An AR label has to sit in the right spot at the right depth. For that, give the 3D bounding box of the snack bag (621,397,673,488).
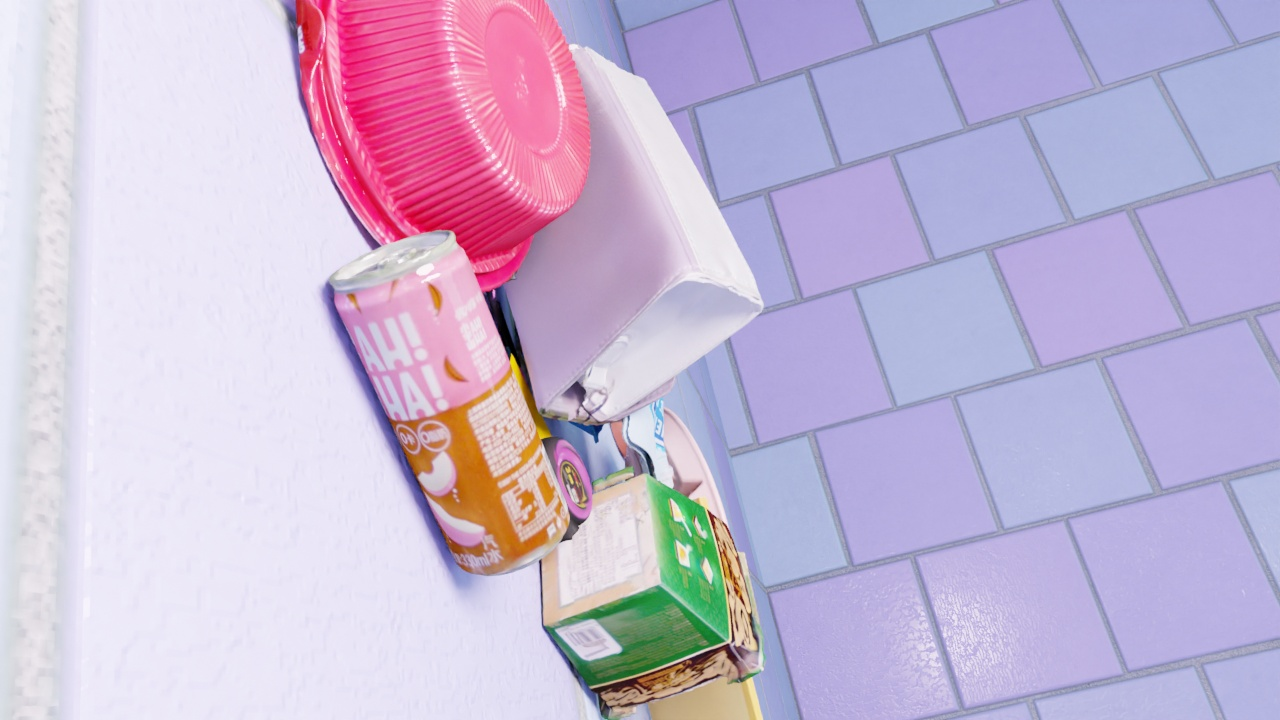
[{"bbox_3d":[-0.004,0.004,0.680,0.110,0.039,0.190,83,-2,-55],"label":"snack bag"}]

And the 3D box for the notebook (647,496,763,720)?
[{"bbox_3d":[0.033,0.214,0.678,0.146,0.010,0.206,-34,-113,55],"label":"notebook"}]

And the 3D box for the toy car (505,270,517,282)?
[{"bbox_3d":[-0.106,-0.080,0.524,0.106,0.031,0.049,34,43,-61],"label":"toy car"}]

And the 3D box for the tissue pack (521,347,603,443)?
[{"bbox_3d":[-0.056,-0.020,0.698,0.095,0.052,0.157,64,12,-45],"label":"tissue pack"}]

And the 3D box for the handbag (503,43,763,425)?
[{"bbox_3d":[-0.025,-0.077,0.589,0.098,0.145,0.196,17,42,-49],"label":"handbag"}]

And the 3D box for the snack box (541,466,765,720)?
[{"bbox_3d":[-0.004,0.141,0.571,0.105,0.118,0.117,50,22,-42],"label":"snack box"}]

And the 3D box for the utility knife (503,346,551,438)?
[{"bbox_3d":[-0.069,0.051,0.592,0.033,0.015,0.155,-86,161,-52],"label":"utility knife"}]

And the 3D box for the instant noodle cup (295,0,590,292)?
[{"bbox_3d":[-0.084,-0.134,0.473,0.193,0.066,0.193,32,53,-57],"label":"instant noodle cup"}]

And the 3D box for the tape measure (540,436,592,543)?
[{"bbox_3d":[-0.056,0.076,0.540,0.057,0.039,0.057,63,17,-15],"label":"tape measure"}]

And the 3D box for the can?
[{"bbox_3d":[-0.080,0.021,0.402,0.057,0.058,0.147,-88,160,-67],"label":"can"}]

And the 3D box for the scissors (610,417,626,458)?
[{"bbox_3d":[-0.037,0.005,0.928,0.188,0.015,0.223,-92,165,-62],"label":"scissors"}]

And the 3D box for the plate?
[{"bbox_3d":[0.028,0.153,0.765,0.230,0.028,0.229,168,-90,-75],"label":"plate"}]

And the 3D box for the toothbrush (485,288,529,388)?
[{"bbox_3d":[-0.094,-0.040,0.596,0.014,0.018,0.189,-106,178,-64],"label":"toothbrush"}]
